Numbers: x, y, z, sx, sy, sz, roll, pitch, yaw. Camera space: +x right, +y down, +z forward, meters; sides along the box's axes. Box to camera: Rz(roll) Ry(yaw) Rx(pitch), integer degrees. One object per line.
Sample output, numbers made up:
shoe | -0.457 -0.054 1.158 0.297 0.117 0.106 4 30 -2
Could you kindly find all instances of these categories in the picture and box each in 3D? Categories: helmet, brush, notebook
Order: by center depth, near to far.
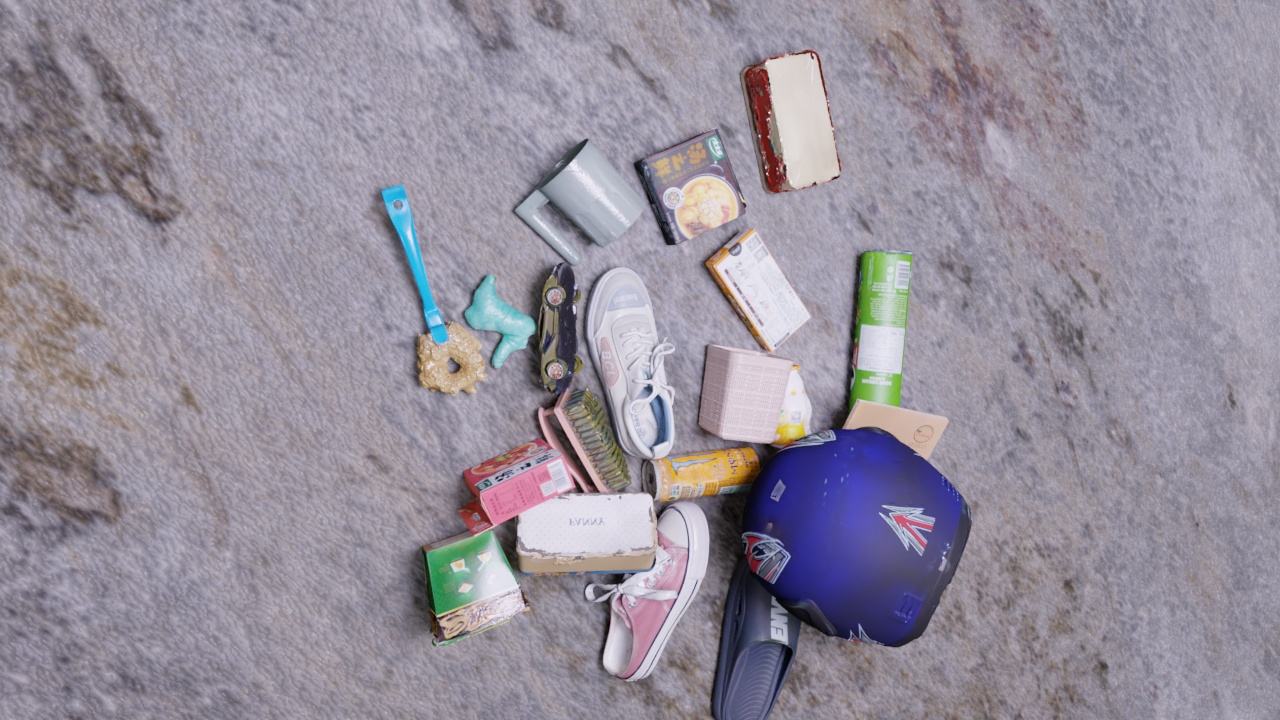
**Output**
brush | -0.241 -0.073 1.045 0.083 0.046 0.255 -19 107 -12
brush | -0.067 0.108 1.127 0.073 0.063 0.146 -23 107 13
helmet | 0.245 0.212 1.129 0.240 0.316 0.246 24 70 10
notebook | 0.313 0.153 1.250 0.147 0.008 0.208 12 116 -20

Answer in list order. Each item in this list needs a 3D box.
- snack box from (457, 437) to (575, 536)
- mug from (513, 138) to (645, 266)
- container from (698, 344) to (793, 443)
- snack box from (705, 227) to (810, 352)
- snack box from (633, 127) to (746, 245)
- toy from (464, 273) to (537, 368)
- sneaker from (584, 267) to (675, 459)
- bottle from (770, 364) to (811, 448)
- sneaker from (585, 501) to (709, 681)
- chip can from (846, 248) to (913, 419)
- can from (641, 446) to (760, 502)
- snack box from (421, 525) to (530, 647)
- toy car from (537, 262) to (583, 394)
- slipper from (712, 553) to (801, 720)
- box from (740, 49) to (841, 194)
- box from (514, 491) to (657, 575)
snack box | -0.153 0.143 1.066 0.127 0.113 0.044 -24 104 -17
mug | -0.071 -0.184 1.093 0.124 0.083 0.103 -41 110 16
container | 0.131 0.043 1.177 0.089 0.090 0.111 8 95 -21
snack box | 0.155 -0.090 1.192 0.075 0.026 0.154 -42 115 -9
snack box | 0.071 -0.221 1.153 0.125 0.053 0.113 -26 103 -11
toy | -0.166 -0.042 1.090 0.092 0.030 0.096 29 90 -18
sneaker | -0.007 0.007 1.120 0.089 0.091 0.242 -13 99 -20
bottle | 0.194 0.060 1.213 0.063 0.063 0.108 -3 96 -20
sneaker | 0.006 0.286 1.146 0.087 0.118 0.241 22 92 -42
chip can | 0.326 -0.031 1.248 0.072 0.072 0.236 3 94 -20
can | 0.079 0.146 1.181 0.146 0.058 0.058 -4 96 -20
snack box | -0.203 0.256 1.068 0.117 0.118 0.105 -17 88 -19
toy car | -0.097 -0.038 1.097 0.042 0.070 0.158 3 94 14
slipper | 0.170 0.380 1.226 0.110 0.083 0.268 12 92 -23
box | 0.195 -0.303 1.171 0.091 0.080 0.168 -17 100 -19
box | -0.059 0.207 1.100 0.184 0.059 0.089 3 53 -7
